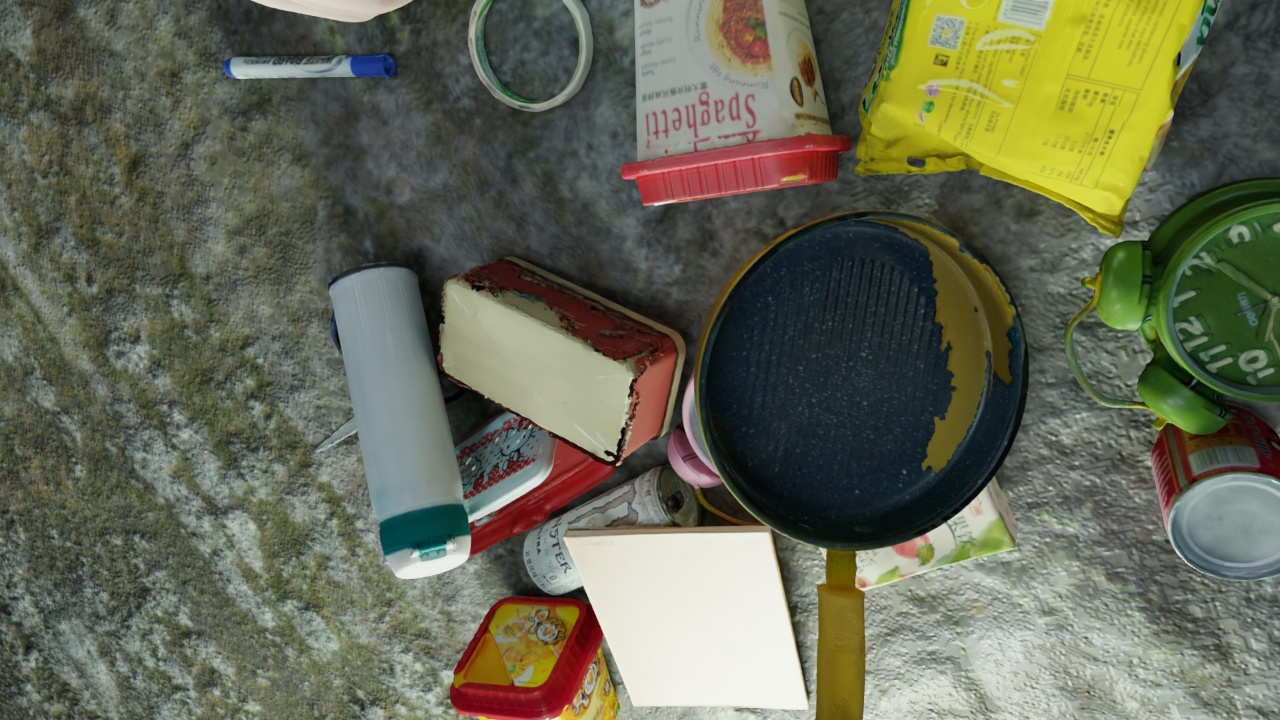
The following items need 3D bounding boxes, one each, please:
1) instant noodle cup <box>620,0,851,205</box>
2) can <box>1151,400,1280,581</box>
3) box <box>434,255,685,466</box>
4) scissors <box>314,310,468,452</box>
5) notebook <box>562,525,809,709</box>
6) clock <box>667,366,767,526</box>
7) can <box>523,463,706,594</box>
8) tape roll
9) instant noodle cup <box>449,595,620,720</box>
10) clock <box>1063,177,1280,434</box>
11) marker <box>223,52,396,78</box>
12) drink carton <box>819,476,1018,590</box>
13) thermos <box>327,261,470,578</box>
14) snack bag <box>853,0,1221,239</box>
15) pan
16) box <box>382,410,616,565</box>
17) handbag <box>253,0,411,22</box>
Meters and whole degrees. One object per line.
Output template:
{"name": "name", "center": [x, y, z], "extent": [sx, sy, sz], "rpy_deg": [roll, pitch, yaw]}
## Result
{"name": "instant noodle cup", "center": [0.050, -0.156, 0.516], "extent": [0.116, 0.116, 0.124], "rpy_deg": [-4, 100, 25]}
{"name": "can", "center": [0.322, 0.068, 0.505], "extent": [0.066, 0.093, 0.067], "rpy_deg": [9, 116, 19]}
{"name": "box", "center": [-0.063, -0.002, 0.629], "extent": [0.168, 0.077, 0.091], "rpy_deg": [26, 122, 26]}
{"name": "scissors", "center": [-0.205, 0.028, 0.745], "extent": [0.162, 0.012, 0.174], "rpy_deg": [-10, 96, 16]}
{"name": "notebook", "center": [0.041, 0.200, 0.697], "extent": [0.150, 0.012, 0.212], "rpy_deg": [-4, 127, 17]}
{"name": "clock", "center": [0.080, 0.046, 0.620], "extent": [0.117, 0.059, 0.159], "rpy_deg": [22, 121, 14]}
{"name": "can", "center": [-0.022, 0.131, 0.705], "extent": [0.147, 0.058, 0.058], "rpy_deg": [-31, 99, 32]}
{"name": "tape roll", "center": [-0.072, -0.207, 0.596], "extent": [0.086, 0.013, 0.086], "rpy_deg": [10, 117, 20]}
{"name": "instant noodle cup", "center": [-0.079, 0.278, 0.774], "extent": [0.116, 0.115, 0.124], "rpy_deg": [-5, 122, 26]}
{"name": "clock", "center": [0.307, -0.027, 0.479], "extent": [0.162, 0.056, 0.116], "rpy_deg": [-27, 93, 25]}
{"name": "marker", "center": [-0.242, -0.213, 0.666], "extent": [0.146, 0.016, 0.017], "rpy_deg": [6, 115, 21]}
{"name": "drink carton", "center": [0.183, 0.112, 0.614], "extent": [0.123, 0.045, 0.053], "rpy_deg": [-26, 91, 30]}
{"name": "thermos", "center": [-0.174, 0.044, 0.669], "extent": [0.073, 0.073, 0.224], "rpy_deg": [-24, 74, 30]}
{"name": "snack bag", "center": [0.205, -0.195, 0.451], "extent": [0.158, 0.068, 0.247], "rpy_deg": [18, 120, 15]}
{"name": "pan", "center": [0.122, 0.093, 0.534], "extent": [0.197, 0.078, 0.357], "rpy_deg": [4, 99, -8]}
{"name": "box", "center": [-0.122, 0.104, 0.713], "extent": [0.202, 0.097, 0.095], "rpy_deg": [-33, 97, 32]}
{"name": "handbag", "center": [-0.214, -0.281, 0.493], "extent": [0.094, 0.233, 0.193], "rpy_deg": [-17, 106, 30]}
